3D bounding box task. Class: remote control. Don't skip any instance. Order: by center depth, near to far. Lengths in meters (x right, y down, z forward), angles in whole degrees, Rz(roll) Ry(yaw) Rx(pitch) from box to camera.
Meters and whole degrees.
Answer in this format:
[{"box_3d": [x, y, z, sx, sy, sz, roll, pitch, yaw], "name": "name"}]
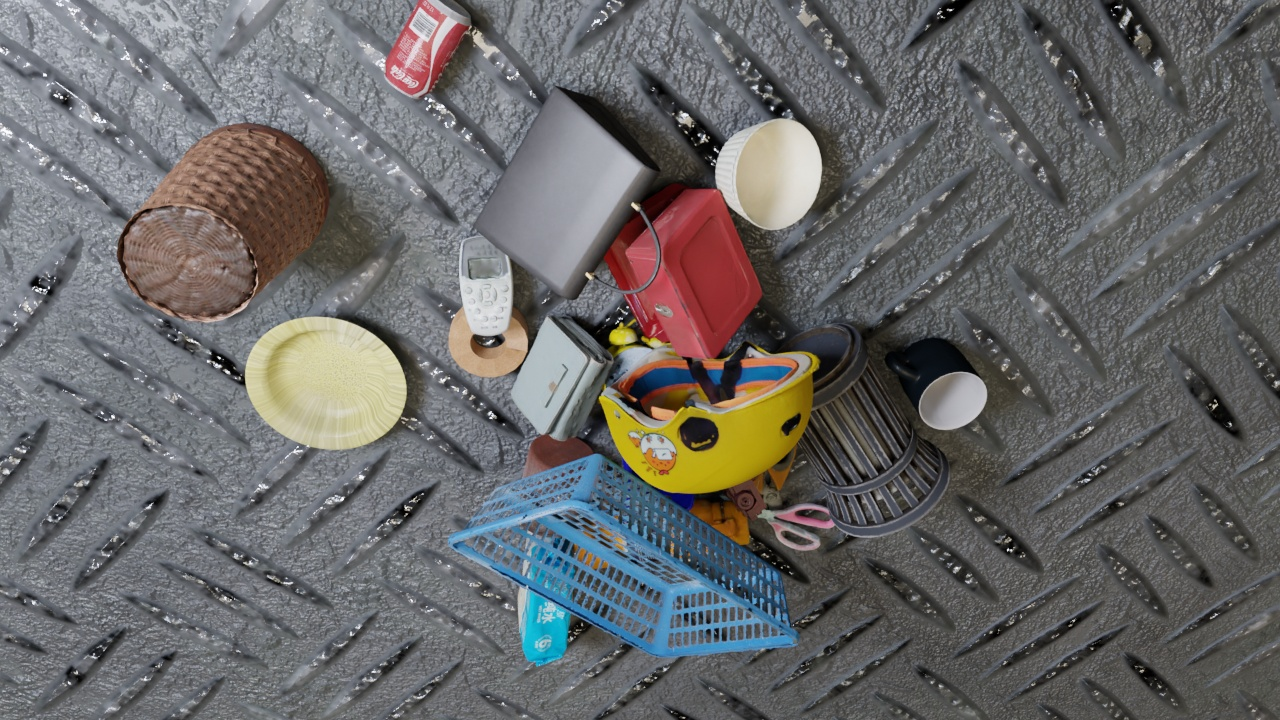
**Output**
[{"box_3d": [-0.175, -0.085, 1.046, 0.060, 0.028, 0.114, -2, 99, -7], "name": "remote control"}]

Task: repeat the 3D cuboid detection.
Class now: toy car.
[{"box_3d": [0.115, 0.115, 1.168, 0.062, 0.070, 0.170, -31, 100, -5], "name": "toy car"}]

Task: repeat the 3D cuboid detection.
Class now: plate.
[{"box_3d": [-0.375, 0.022, 1.107, 0.184, 0.036, 0.185, -2, 121, -4], "name": "plate"}]

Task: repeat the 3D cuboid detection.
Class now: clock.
[{"box_3d": [-0.007, 0.007, 1.113, 0.083, 0.057, 0.119, 17, 97, -22], "name": "clock"}]

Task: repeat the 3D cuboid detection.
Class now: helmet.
[{"box_3d": [0.083, 0.072, 1.007, 0.240, 0.208, 0.140, -1, 110, 25], "name": "helmet"}]

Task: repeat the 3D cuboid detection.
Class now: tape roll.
[{"box_3d": [-0.182, -0.027, 1.101, 0.094, 0.027, 0.094, -2, 121, -4], "name": "tape roll"}]

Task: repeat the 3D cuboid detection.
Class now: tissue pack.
[{"box_3d": [-0.129, 0.303, 1.252, 0.066, 0.117, 0.210, 1, 121, -13], "name": "tissue pack"}]

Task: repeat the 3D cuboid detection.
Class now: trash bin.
[{"box_3d": [-0.407, -0.133, 0.911, 0.151, 0.209, 0.151, -2, 122, -4], "name": "trash bin"}, {"box_3d": [0.256, 0.080, 1.132, 0.164, 0.164, 0.227, -31, 115, 13], "name": "trash bin"}]

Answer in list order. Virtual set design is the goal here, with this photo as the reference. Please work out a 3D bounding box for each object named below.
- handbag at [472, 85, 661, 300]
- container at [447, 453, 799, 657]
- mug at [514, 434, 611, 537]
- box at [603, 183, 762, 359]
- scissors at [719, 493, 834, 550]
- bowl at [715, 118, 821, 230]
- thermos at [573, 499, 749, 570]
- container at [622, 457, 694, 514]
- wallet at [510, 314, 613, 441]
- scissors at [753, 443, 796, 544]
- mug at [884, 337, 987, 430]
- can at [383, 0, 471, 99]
[{"box_3d": [-0.051, -0.148, 0.948, 0.196, 0.072, 0.176, 45, 115, 21], "name": "handbag"}, {"box_3d": [-0.011, 0.238, 1.088, 0.362, 0.089, 0.258, 36, 141, -28], "name": "container"}, {"box_3d": [-0.094, 0.163, 1.185, 0.123, 0.096, 0.110, 11, 123, -8], "name": "mug"}, {"box_3d": [0.055, -0.099, 1.013, 0.137, 0.126, 0.157, -39, 121, -13], "name": "box"}, {"box_3d": [0.178, 0.227, 1.281, 0.178, 0.016, 0.101, 10, 129, -5], "name": "scissors"}, {"box_3d": [0.131, -0.202, 0.989, 0.115, 0.062, 0.115, -9, 109, -28], "name": "bowl"}, {"box_3d": [0.029, 0.236, 1.233, 0.233, 0.091, 0.076, -7, 118, 3], "name": "thermos"}, {"box_3d": [0.020, 0.126, 1.160, 0.084, 0.113, 0.085, -1, 121, -5], "name": "container"}, {"box_3d": [-0.095, 0.020, 1.095, 0.100, 0.054, 0.132, 40, 119, 22], "name": "wallet"}, {"box_3d": [0.166, 0.176, 1.262, 0.114, 0.016, 0.229, -9, 123, 1], "name": "scissors"}, {"box_3d": [0.356, 0.020, 1.139, 0.121, 0.094, 0.085, 20, 116, -16], "name": "mug"}, {"box_3d": [-0.213, -0.313, 0.913, 0.054, 0.054, 0.097, 30, 114, -21], "name": "can"}]
